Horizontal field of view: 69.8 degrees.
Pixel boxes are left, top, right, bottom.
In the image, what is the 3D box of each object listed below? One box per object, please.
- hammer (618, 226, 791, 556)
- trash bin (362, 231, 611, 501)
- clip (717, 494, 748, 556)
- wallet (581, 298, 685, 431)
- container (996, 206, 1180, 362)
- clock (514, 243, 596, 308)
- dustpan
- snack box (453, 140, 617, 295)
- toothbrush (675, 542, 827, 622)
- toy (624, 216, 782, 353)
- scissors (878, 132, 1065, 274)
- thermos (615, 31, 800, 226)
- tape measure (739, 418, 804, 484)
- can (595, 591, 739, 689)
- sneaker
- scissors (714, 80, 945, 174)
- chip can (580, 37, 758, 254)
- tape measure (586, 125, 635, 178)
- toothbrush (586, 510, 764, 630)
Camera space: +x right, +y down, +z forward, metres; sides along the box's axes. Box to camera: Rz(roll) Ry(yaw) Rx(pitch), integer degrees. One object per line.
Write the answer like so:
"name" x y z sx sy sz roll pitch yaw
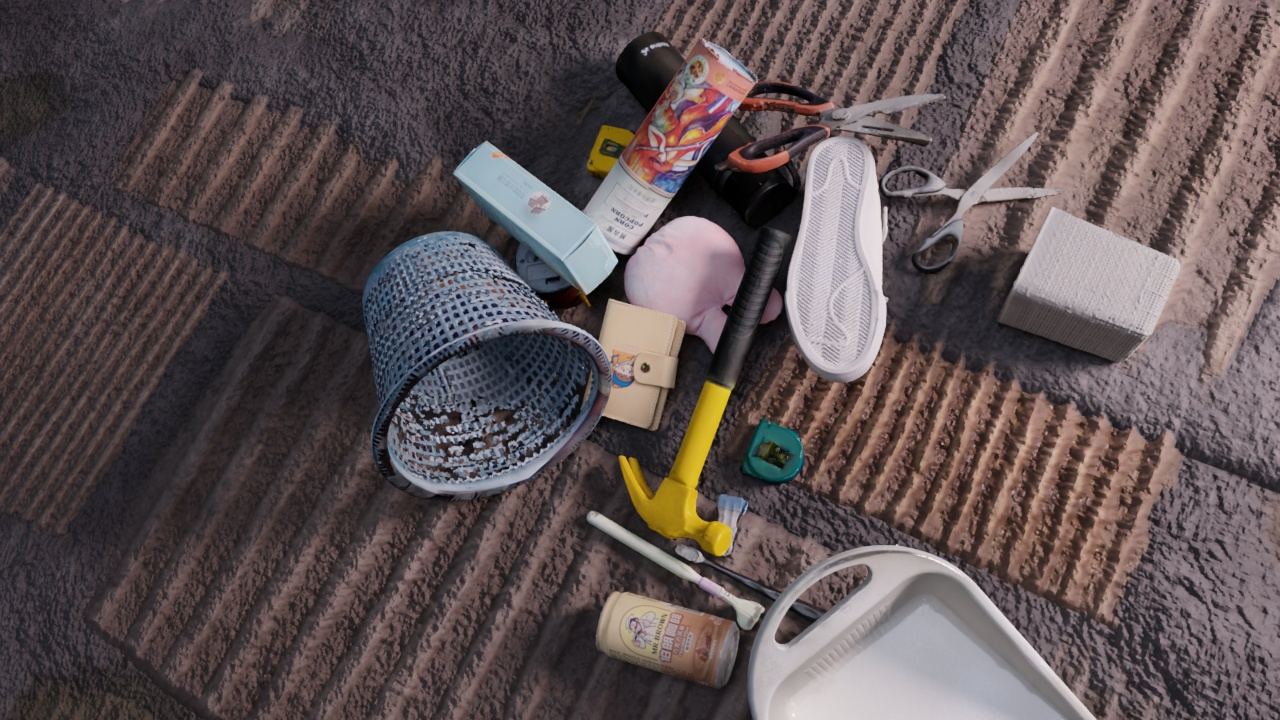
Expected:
"hammer" 0.072 0.021 0.849 0.129 0.032 0.300 21 90 33
"trash bin" -0.168 -0.011 0.881 0.226 0.226 0.195 -33 53 1
"clip" 0.080 0.152 0.845 0.027 0.043 0.058 13 82 16
"wallet" -0.005 0.005 0.901 0.087 0.024 0.115 16 94 15
"container" 0.390 -0.061 0.802 0.114 0.090 0.090 26 79 18
"clock" -0.085 -0.110 0.965 0.082 0.055 0.121 -9 68 13
"dustpan" 0.210 0.276 0.700 0.222 0.142 0.257 -39 64 -1
"snack box" -0.104 -0.142 0.909 0.175 0.074 0.051 39 82 26
"toothbrush" 0.111 0.205 0.819 0.181 0.018 0.015 22 81 20
"toy" 0.060 -0.070 0.911 0.159 0.054 0.121 43 93 21
"scissors" 0.314 -0.159 0.885 0.159 0.014 0.180 29 87 4
"thermos" 0.074 -0.248 0.973 0.089 0.069 0.242 -22 64 -29
"tape measure" 0.125 0.087 0.853 0.054 0.025 0.058 19 77 21
"can" 0.024 0.244 0.805 0.116 0.058 0.058 10 74 18
"sneaker" 0.188 -0.086 0.865 0.090 0.091 0.241 -1 68 20
"scissors" 0.170 -0.230 0.878 0.227 0.015 0.188 -23 46 1
"chip can" 0.025 -0.209 0.911 0.071 0.071 0.215 50 117 24
"tape measure" -0.028 -0.228 1.006 0.057 0.029 0.060 16 76 19
"toothbrush" 0.027 0.189 0.847 0.190 0.020 0.029 27 49 23
